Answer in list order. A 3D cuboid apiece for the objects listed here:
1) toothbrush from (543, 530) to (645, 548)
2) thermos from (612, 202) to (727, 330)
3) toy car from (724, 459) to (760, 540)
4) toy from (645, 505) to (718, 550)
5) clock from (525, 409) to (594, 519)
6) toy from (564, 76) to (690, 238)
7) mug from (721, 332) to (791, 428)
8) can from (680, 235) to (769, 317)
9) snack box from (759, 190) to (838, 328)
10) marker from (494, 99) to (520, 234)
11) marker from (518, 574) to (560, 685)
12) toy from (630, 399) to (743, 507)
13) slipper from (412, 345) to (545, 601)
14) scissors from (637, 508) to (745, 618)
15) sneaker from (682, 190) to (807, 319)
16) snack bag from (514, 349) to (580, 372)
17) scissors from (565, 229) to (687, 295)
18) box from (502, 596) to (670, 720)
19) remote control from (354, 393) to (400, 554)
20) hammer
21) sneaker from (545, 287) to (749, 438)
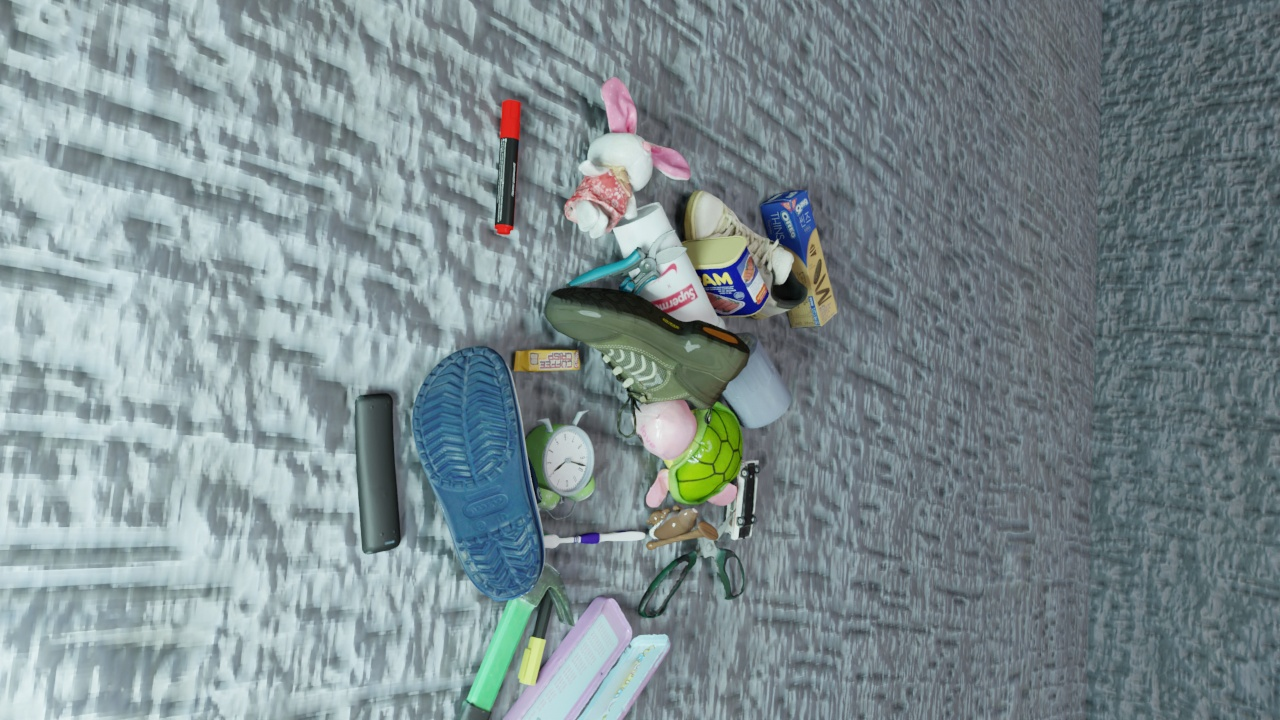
[{"bbox_3d":[-0.057,0.212,1.092,0.186,0.016,0.015,9,82,-50],"label":"toothbrush"},{"bbox_3d":[0.035,-0.083,1.152,0.099,0.100,0.220,-43,115,-40],"label":"thermos"},{"bbox_3d":[0.142,0.195,1.298,0.039,0.039,0.113,2,93,-48],"label":"toy car"},{"bbox_3d":[0.048,0.208,1.156,0.041,0.102,0.054,35,47,-36],"label":"toy"},{"bbox_3d":[-0.092,0.119,1.035,0.094,0.043,0.119,-7,94,-47],"label":"clock"},{"bbox_3d":[-0.027,-0.223,1.083,0.159,0.084,0.193,47,56,-27],"label":"toy"},{"bbox_3d":[0.137,0.018,1.248,0.084,0.124,0.104,-35,120,-2],"label":"mug"},{"bbox_3d":[0.102,-0.107,1.204,0.056,0.116,0.092,-57,131,-32],"label":"can"},{"bbox_3d":[0.244,-0.154,1.406,0.056,0.057,0.207,-36,115,-44],"label":"snack box"},{"bbox_3d":[-0.144,-0.209,0.999,0.023,0.021,0.145,23,70,-77],"label":"marker"},{"bbox_3d":[-0.113,0.298,1.027,0.021,0.018,0.123,31,66,-44],"label":"marker"},{"bbox_3d":[0.070,0.112,1.185,0.238,0.088,0.189,44,69,-44],"label":"toy"},{"bbox_3d":[-0.159,0.115,0.929,0.095,0.105,0.252,81,-4,-83],"label":"slipper"},{"bbox_3d":[0.078,0.292,1.228,0.201,0.015,0.202,-44,130,-26],"label":"scissors"},{"bbox_3d":[0.152,-0.142,1.268,0.241,0.102,0.088,44,58,-37],"label":"sneaker"},{"bbox_3d":[-0.103,0.000,1.041,0.099,0.020,0.026,0,91,-48],"label":"snack bag"},{"bbox_3d":[-0.021,-0.098,1.083,0.124,0.019,0.156,12,119,-24],"label":"scissors"},{"bbox_3d":[-0.055,0.375,1.034,0.213,0.093,0.089,-47,123,-38],"label":"box"},{"bbox_3d":[-0.249,0.108,0.875,0.041,0.020,0.152,-5,92,-50],"label":"remote control"},{"bbox_3d":[-0.166,0.356,0.948,0.130,0.032,0.318,35,66,-30],"label":"hammer"},{"bbox_3d":[-0.006,0.006,1.065,0.101,0.238,0.143,-83,-167,-69],"label":"sneaker"}]
